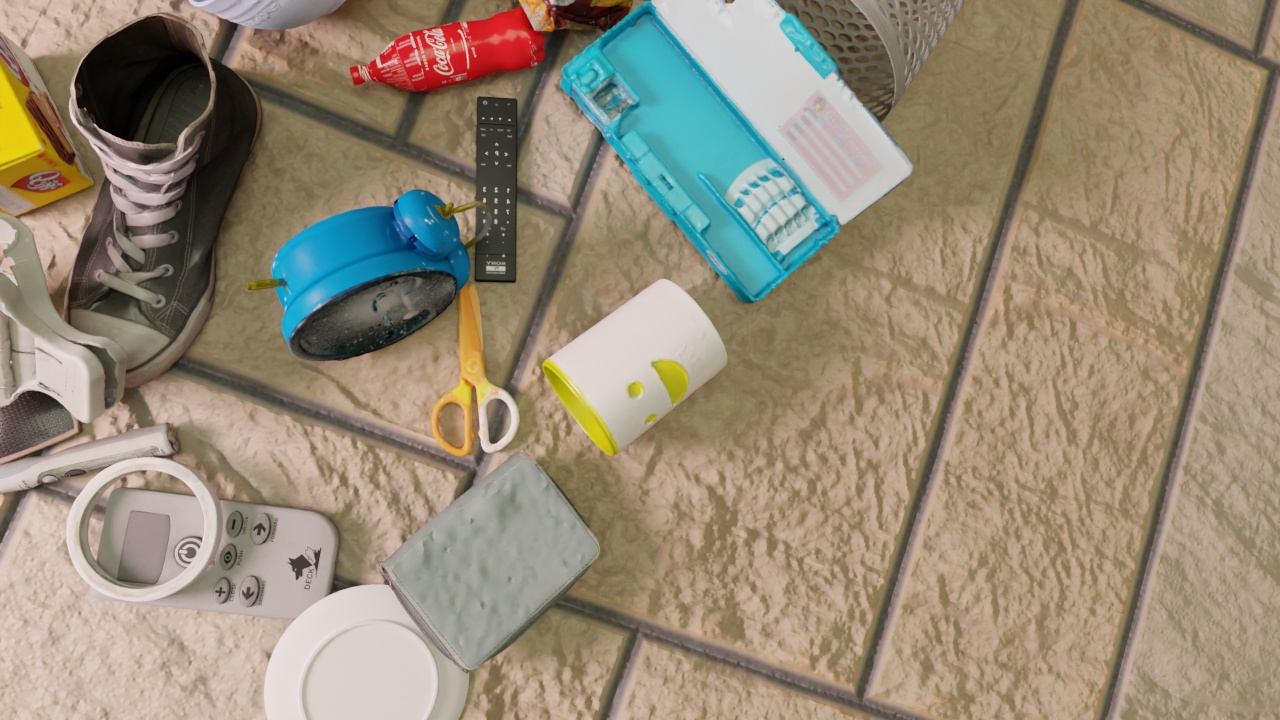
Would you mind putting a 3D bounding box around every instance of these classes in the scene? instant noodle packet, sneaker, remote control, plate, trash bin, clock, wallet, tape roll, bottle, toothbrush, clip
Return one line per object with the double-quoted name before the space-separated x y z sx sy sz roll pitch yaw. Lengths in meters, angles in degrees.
"instant noodle packet" -0.066 -0.303 0.677 0.098 0.040 0.135 -28 90 -43
"sneaker" -0.318 -0.098 0.587 0.095 0.120 0.234 22 84 -7
"remote control" -0.107 -0.127 0.682 0.030 0.009 0.140 1 84 -10
"plate" -0.184 0.221 0.623 0.134 0.011 0.134 0 89 -17
"remote control" -0.284 0.132 0.620 0.151 0.019 0.074 9 83 -9
"trash bin" 0.167 -0.290 0.675 0.156 0.157 0.183 39 77 -4
"clock" -0.169 -0.059 0.614 0.161 0.117 0.060 -27 77 -12
"wallet" -0.101 0.137 0.631 0.131 0.054 0.100 -38 97 -21
"tape roll" -0.323 0.110 0.599 0.093 0.013 0.093 1 83 -6
"bottle" -0.140 -0.223 0.669 0.141 0.042 0.042 -17 87 -11
"toothbrush" -0.404 0.075 0.604 0.185 0.022 0.024 -15 70 -12
"clip" -0.391 -0.014 0.551 0.152 0.127 0.104 43 42 14

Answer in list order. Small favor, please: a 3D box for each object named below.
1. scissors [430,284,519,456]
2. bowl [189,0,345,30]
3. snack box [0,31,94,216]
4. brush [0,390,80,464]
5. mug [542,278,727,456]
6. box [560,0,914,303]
"scissors" -0.119 0.005 0.665 0.065 0.013 0.128 0 86 -11
"bowl" -0.233 -0.286 0.624 0.074 0.151 0.150 28 78 -45
"snack box" -0.420 -0.159 0.592 0.061 0.084 0.106 -27 90 -11
"brush" -0.445 0.051 0.602 0.135 0.015 0.050 -23 88 -11
"mug" -0.004 0.004 0.650 0.106 0.083 0.082 -38 92 -13
"box" 0.070 -0.176 0.679 0.172 0.084 0.227 -40 92 26
